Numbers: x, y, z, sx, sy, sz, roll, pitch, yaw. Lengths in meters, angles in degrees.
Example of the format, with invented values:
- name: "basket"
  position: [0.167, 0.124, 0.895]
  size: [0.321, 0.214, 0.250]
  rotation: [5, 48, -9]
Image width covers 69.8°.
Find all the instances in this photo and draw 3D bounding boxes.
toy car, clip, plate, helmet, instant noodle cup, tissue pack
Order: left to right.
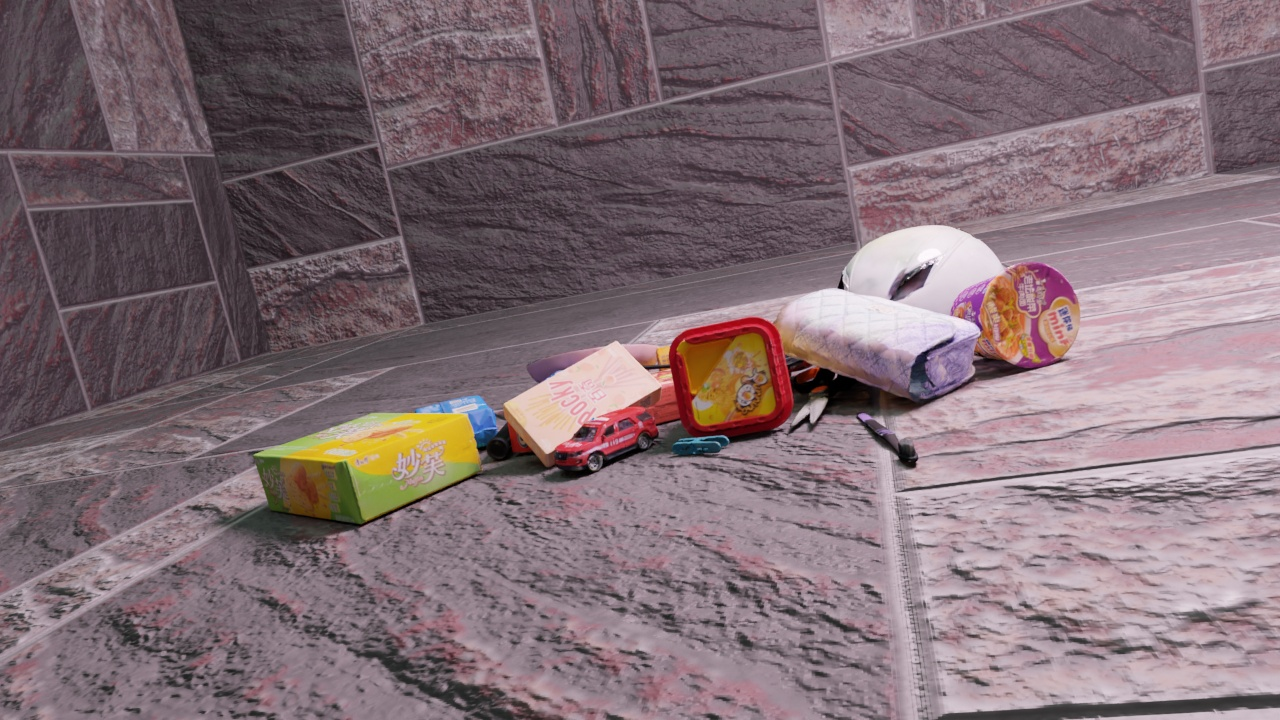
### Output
- name: "tissue pack"
  position: [-0.233, 0.083, 1.153]
  size: [0.095, 0.052, 0.157]
  rotation: [-12, 9, -15]
- name: "plate"
  position: [-0.064, 0.013, 1.301]
  size: [0.192, 0.039, 0.192]
  rotation: [-8, -7, -1]
- name: "toy car"
  position: [-0.036, 0.080, 0.946]
  size: [0.120, 0.045, 0.053]
  rotation: [-23, 13, -41]
- name: "clip"
  position: [0.058, 0.083, 0.900]
  size: [0.056, 0.014, 0.040]
  rotation: [-5, 11, 29]
- name: "instant noodle cup"
  position: [0.098, 0.019, 0.969]
  size: [0.116, 0.116, 0.123]
  rotation: [-11, -3, 9]
- name: "toy car"
  position: [0.188, -0.003, 1.102]
  size: [0.049, 0.031, 0.106]
  rotation: [-18, 8, 26]
- name: "helmet"
  position: [0.360, -0.099, 1.204]
  size: [0.258, 0.146, 0.229]
  rotation: [-19, 11, -37]
- name: "instant noodle cup"
  position: [0.395, -0.047, 0.992]
  size: [0.111, 0.111, 0.099]
  rotation: [-13, 3, -10]

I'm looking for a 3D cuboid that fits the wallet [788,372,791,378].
- name: "wallet"
  position: [0.118, 0.028, 1.136]
  size: [0.115, 0.024, 0.087]
  rotation: [-3, 7, 36]

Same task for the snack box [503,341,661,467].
- name: "snack box"
  position: [-0.062, 0.045, 1.005]
  size: [0.157, 0.026, 0.084]
  rotation: [-30, 57, -26]

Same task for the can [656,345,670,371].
- name: "can"
  position: [0.096, -0.002, 1.229]
  size: [0.146, 0.058, 0.058]
  rotation: [-12, 9, 2]

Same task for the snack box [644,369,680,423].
- name: "snack box"
  position: [0.001, 0.046, 1.102]
  size: [0.113, 0.044, 0.127]
  rotation: [-13, 9, -10]

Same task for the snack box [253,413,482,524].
- name: "snack box"
  position: [-0.301, 0.112, 1.006]
  size: [0.210, 0.070, 0.157]
  rotation: [-3, 14, 44]

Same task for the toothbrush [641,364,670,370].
- name: "toothbrush"
  position: [-0.007, 0.007, 1.135]
  size: [0.181, 0.018, 0.015]
  rotation: [-5, 12, 15]

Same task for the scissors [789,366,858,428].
- name: "scissors"
  position: [0.189, 0.039, 1.004]
  size: [0.233, 0.022, 0.163]
  rotation: [-26, 10, -39]

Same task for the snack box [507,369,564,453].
- name: "snack box"
  position: [-0.102, 0.058, 1.126]
  size: [0.057, 0.058, 0.207]
  rotation: [-7, 10, 14]

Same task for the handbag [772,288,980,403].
- name: "handbag"
  position: [0.250, -0.023, 0.981]
  size: [0.134, 0.076, 0.194]
  rotation: [-19, 26, -35]

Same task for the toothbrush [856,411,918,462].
- name: "toothbrush"
  position: [0.217, 0.062, 0.819]
  size: [0.014, 0.017, 0.189]
  rotation: [-12, 8, 2]

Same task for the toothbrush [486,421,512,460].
- name: "toothbrush"
  position: [-0.154, 0.083, 1.137]
  size: [0.026, 0.027, 0.212]
  rotation: [-26, 6, 8]
